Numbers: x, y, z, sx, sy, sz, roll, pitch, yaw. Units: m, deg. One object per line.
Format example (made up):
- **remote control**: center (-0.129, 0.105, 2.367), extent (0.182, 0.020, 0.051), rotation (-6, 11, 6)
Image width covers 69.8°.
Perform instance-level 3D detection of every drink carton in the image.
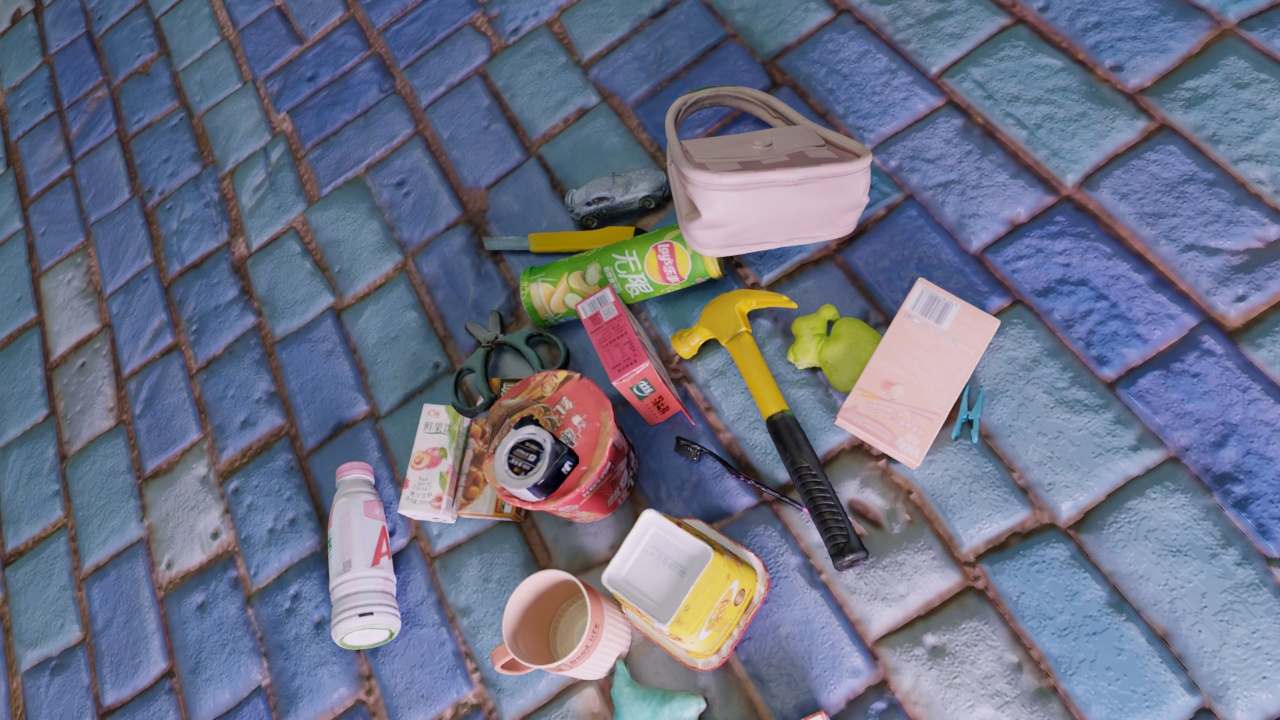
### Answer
- **drink carton**: center (-0.215, 0.110, 0.985), extent (0.053, 0.045, 0.122), rotation (2, 67, 18)

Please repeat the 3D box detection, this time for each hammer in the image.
- **hammer**: center (0.130, 0.055, 0.856), extent (0.129, 0.032, 0.300), rotation (-37, 56, 21)

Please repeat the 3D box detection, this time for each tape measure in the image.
- **tape measure**: center (-0.098, 0.091, 0.822), extent (0.066, 0.033, 0.066), rotation (37, 81, 34)

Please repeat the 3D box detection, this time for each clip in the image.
- **clip**: center (0.295, 0.047, 0.819), extent (0.047, 0.014, 0.057), rotation (7, 70, 28)

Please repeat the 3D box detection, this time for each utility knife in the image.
- **utility knife**: center (-0.091, -0.139, 1.070), extent (0.216, 0.015, 0.033), rotation (2, 60, 22)

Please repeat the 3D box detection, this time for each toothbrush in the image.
- **toothbrush**: center (0.107, 0.117, 0.865), extent (0.189, 0.014, 0.018), rotation (27, 95, 30)

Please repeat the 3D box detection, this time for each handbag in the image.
- **handbag**: center (0.112, -0.217, 0.953), extent (0.193, 0.094, 0.234), rotation (-8, 46, -13)

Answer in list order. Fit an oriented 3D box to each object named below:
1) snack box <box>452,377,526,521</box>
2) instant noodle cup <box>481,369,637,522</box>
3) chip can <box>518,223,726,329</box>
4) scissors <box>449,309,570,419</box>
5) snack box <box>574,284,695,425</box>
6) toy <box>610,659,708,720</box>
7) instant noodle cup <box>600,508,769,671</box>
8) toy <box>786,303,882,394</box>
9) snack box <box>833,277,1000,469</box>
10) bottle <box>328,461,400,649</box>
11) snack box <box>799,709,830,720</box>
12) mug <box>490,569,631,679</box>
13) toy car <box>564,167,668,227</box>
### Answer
- **snack box**: center (-0.146, 0.093, 0.976), extent (0.075, 0.026, 0.153), rotation (0, 66, 22)
- **instant noodle cup**: center (-0.069, 0.092, 0.895), extent (0.138, 0.108, 0.137), rotation (-10, 62, 19)
- **chip can**: center (-0.022, -0.093, 0.986), extent (0.222, 0.072, 0.072), rotation (-15, 61, 16)
- **scissors**: center (-0.166, 0.004, 1.006), extent (0.170, 0.019, 0.177), rotation (-42, 48, -21)
- **snack box**: center (-0.005, 0.005, 0.907), extent (0.044, 0.113, 0.127), rotation (-30, 58, 5)
- **toy**: center (0.016, 0.313, 0.800), extent (0.092, 0.030, 0.096), rotation (-5, 75, 23)
- **instant noodle cup**: center (0.034, 0.191, 0.794), extent (0.116, 0.123, 0.116), rotation (29, 79, 31)
- **toy**: center (0.190, -0.012, 0.881), extent (0.100, 0.031, 0.096), rotation (1, 66, 25)
- **snack box**: center (0.250, 0.010, 0.831), extent (0.084, 0.026, 0.157), rotation (31, 81, 10)
- **bottle**: center (-0.295, 0.199, 0.966), extent (0.068, 0.068, 0.196), rotation (-24, 56, 11)
- **snack box**: center (0.096, 0.350, 0.741), extent (0.156, 0.027, 0.077), rotation (-27, 69, 8)
- **mug**: center (-0.075, 0.248, 0.823), extent (0.114, 0.106, 0.081), rotation (-33, 57, 5)
- **toy car**: center (-0.027, -0.191, 1.051), extent (0.121, 0.037, 0.054), rotation (-13, 44, 13)
